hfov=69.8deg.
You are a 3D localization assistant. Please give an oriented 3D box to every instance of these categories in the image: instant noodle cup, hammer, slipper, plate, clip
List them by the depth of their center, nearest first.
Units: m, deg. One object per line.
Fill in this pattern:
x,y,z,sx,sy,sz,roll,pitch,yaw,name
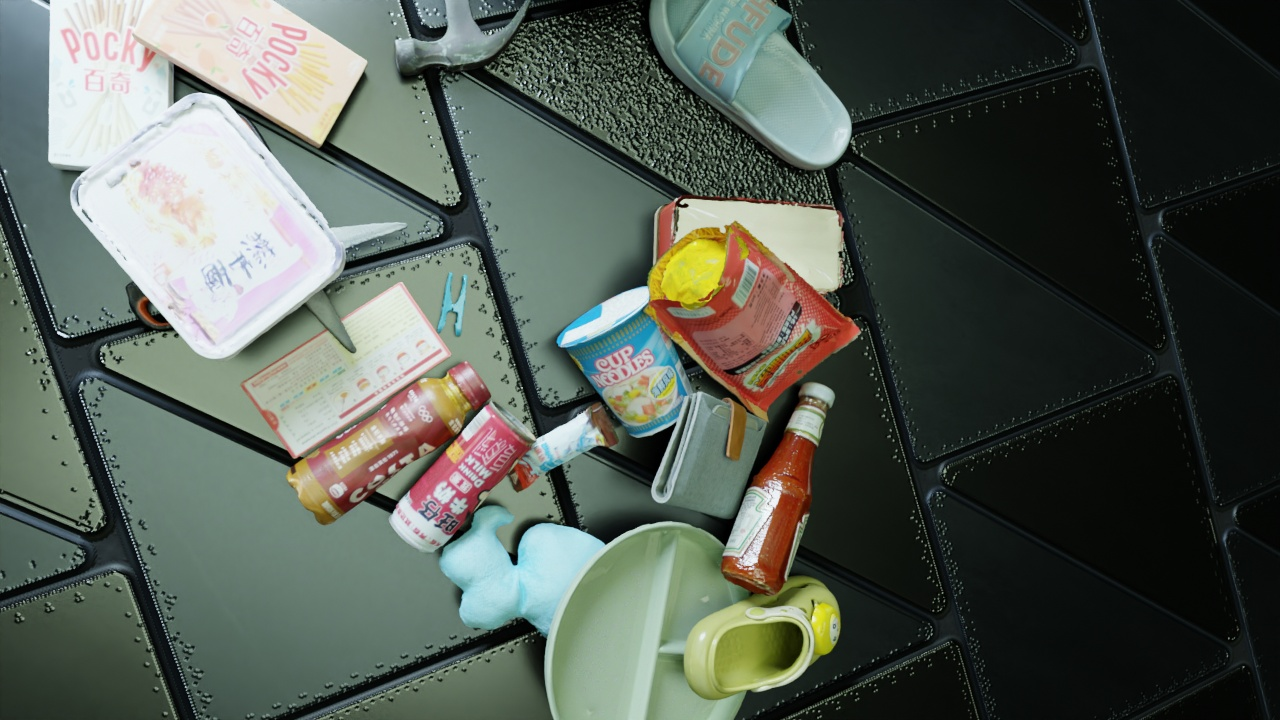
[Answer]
-0.325,-0.100,0.711,0.138,0.060,0.173,-40,95,-7,instant noodle cup
-0.178,-0.415,0.796,0.126,0.032,0.323,-12,93,-16,hammer
-0.164,-0.049,0.810,0.046,0.014,0.057,7,89,-14,clip
-0.005,0.005,0.818,0.099,0.099,0.110,-35,107,-13,instant noodle cup
0.012,0.259,0.824,0.229,0.028,0.230,2,87,-34,plate
0.126,0.260,0.837,0.190,0.082,0.091,-7,97,-38,slipper
0.108,-0.276,0.856,0.245,0.074,0.104,41,80,-13,slipper

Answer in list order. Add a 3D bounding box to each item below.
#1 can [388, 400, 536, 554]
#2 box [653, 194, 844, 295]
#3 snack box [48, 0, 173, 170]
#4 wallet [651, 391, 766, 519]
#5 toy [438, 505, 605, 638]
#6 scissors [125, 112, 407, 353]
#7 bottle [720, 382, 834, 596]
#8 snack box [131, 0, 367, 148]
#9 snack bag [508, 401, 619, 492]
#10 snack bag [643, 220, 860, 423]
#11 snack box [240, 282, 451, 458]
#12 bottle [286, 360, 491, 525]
-0.152,0.100,0.784,0.053,0.053,0.132,42,89,-12,can
0.103,-0.102,0.853,0.168,0.078,0.091,2,89,-15,box
-0.420,-0.229,0.730,0.084,0.027,0.157,1,91,-16,snack box
0.068,0.087,0.828,0.129,0.037,0.106,26,84,-54,wallet
-0.087,0.194,0.814,0.156,0.050,0.161,-22,94,-18,toy
-0.309,-0.099,0.755,0.230,0.022,0.221,-16,91,-8,scissors
0.136,0.116,0.863,0.059,0.060,0.205,29,70,-14,bottle
-0.313,-0.251,0.745,0.157,0.026,0.084,29,80,-24,snack box
-0.073,0.077,0.821,0.104,0.026,0.048,-24,108,5,snack bag
0.101,-0.032,0.817,0.129,0.073,0.207,-46,132,10,snack bag
-0.247,0.007,0.779,0.155,0.027,0.077,-35,99,-13,snack box
-0.208,0.065,0.775,0.174,0.057,0.057,-36,99,-13,bottle
